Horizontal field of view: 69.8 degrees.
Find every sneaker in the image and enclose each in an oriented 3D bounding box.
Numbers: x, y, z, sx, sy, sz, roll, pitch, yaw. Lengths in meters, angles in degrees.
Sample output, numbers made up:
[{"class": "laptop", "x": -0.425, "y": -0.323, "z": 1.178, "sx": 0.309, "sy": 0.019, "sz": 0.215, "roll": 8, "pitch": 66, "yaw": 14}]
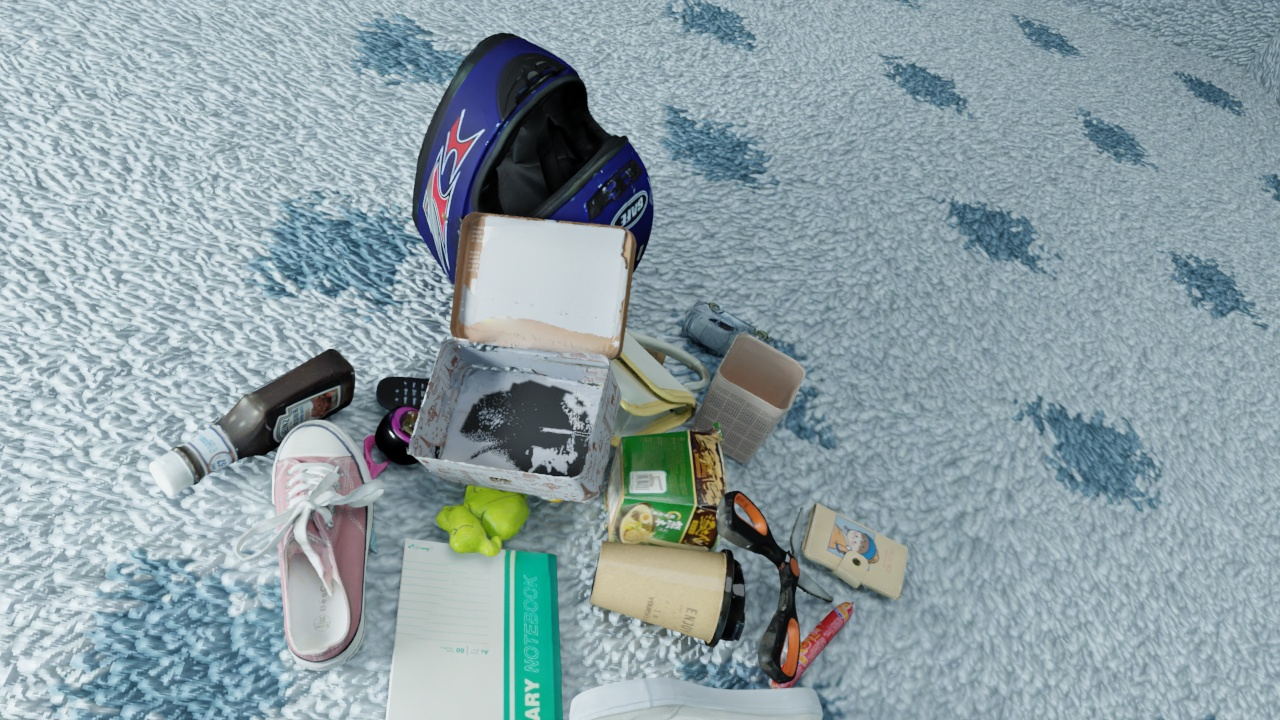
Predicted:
[{"class": "sneaker", "x": -0.280, "y": 0.141, "z": 0.798, "sx": 0.118, "sy": 0.088, "sz": 0.240, "roll": -6, "pitch": 52, "yaw": -12}, {"class": "sneaker", "x": 0.054, "y": 0.328, "z": 0.780, "sx": 0.242, "sy": 0.090, "sz": 0.090, "roll": 11, "pitch": 49, "yaw": -22}]

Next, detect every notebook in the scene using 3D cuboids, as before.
[{"class": "notebook", "x": -0.143, "y": 0.256, "z": 0.812, "sx": 0.150, "sy": 0.012, "sz": 0.208, "roll": 9, "pitch": 45, "yaw": -17}]

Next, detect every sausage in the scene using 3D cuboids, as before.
[{"class": "sausage", "x": 0.173, "y": 0.284, "z": 0.916, "sx": 0.020, "sy": 0.020, "sz": 0.155, "roll": 42, "pitch": 46, "yaw": 18}]

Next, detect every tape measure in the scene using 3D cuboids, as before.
[{"class": "tape measure", "x": -0.234, "y": 0.074, "z": 0.920, "sx": 0.057, "sy": 0.039, "sz": 0.057, "roll": 32, "pitch": 31, "yaw": -13}]

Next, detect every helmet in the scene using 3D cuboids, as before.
[{"class": "helmet", "x": -0.103, "y": -0.177, "z": 1.027, "sx": 0.240, "sy": 0.316, "sz": 0.246, "roll": 34, "pitch": 55, "yaw": 5}]

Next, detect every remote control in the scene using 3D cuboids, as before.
[{"class": "remote control", "x": -0.212, "y": 0.045, "z": 0.977, "sx": 0.136, "sy": 0.024, "sz": 0.053, "roll": 8, "pitch": 44, "yaw": -18}]

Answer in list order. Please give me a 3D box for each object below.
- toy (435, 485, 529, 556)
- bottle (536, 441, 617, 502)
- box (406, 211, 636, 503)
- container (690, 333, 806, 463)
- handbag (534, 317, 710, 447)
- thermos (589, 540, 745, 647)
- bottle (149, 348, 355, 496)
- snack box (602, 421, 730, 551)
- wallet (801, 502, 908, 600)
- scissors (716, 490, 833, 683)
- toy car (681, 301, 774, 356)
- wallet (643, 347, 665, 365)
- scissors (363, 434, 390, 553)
[{"class": "toy", "x": -0.149, "y": 0.151, "z": 0.892, "sx": 0.100, "sy": 0.031, "sz": 0.096, "roll": -10, "pitch": 44, "yaw": -36}, {"class": "bottle", "x": -0.068, "y": 0.102, "z": 0.956, "sx": 0.063, "sy": 0.063, "sz": 0.108, "roll": 44, "pitch": 43, "yaw": 20}, {"class": "box", "x": -0.106, "y": -0.009, "z": 0.894, "sx": 0.179, "sy": 0.110, "sz": 0.259, "roll": 6, "pitch": 68, "yaw": 12}, {"class": "container", "x": 0.120, "y": 0.048, "z": 1.055, "sx": 0.090, "sy": 0.111, "sz": 0.090, "roll": 29, "pitch": 43, "yaw": 5}, {"class": "handbag", "x": -0.006, "y": 0.006, "z": 1.016, "sx": 0.178, "sy": 0.063, "sz": 0.163, "roll": -18, "pitch": 52, "yaw": -43}, {"class": "thermos", "x": 0.027, "y": 0.216, "z": 0.873, "sx": 0.143, "sy": 0.093, "sz": 0.092, "roll": 12, "pitch": 44, "yaw": -2}, {"class": "bottle", "x": -0.358, "y": 0.060, "z": 0.860, "sx": 0.044, "sy": 0.080, "sz": 0.194, "roll": 42, "pitch": 49, "yaw": 13}, {"class": "snack box", "x": 0.023, "y": 0.134, "z": 0.930, "sx": 0.105, "sy": 0.118, "sz": 0.118, "roll": 6, "pitch": 43, "yaw": -12}, {"class": "wallet", "x": 0.235, "y": 0.213, "z": 1.011, "sx": 0.115, "sy": 0.024, "sz": 0.087, "roll": 27, "pitch": 39, "yaw": 2}, {"class": "scissors", "x": 0.133, "y": 0.205, "z": 0.887, "sx": 0.221, "sy": 0.022, "sz": 0.233, "roll": 53, "pitch": 32, "yaw": -27}, {"class": "toy car", "x": 0.111, "y": -0.030, "z": 1.169, "sx": 0.120, "sy": 0.054, "sz": 0.036, "roll": 27, "pitch": 41, "yaw": 2}, {"class": "wallet", "x": -0.022, "y": 0.022, "z": 1.066, "sx": 0.090, "sy": 0.033, "sz": 0.115, "roll": 19, "pitch": 50, "yaw": -2}, {"class": "scissors", "x": -0.261, "y": 0.128, "z": 0.886, "sx": 0.073, "sy": 0.017, "sz": 0.137, "roll": -1, "pitch": 52, "yaw": -36}]
